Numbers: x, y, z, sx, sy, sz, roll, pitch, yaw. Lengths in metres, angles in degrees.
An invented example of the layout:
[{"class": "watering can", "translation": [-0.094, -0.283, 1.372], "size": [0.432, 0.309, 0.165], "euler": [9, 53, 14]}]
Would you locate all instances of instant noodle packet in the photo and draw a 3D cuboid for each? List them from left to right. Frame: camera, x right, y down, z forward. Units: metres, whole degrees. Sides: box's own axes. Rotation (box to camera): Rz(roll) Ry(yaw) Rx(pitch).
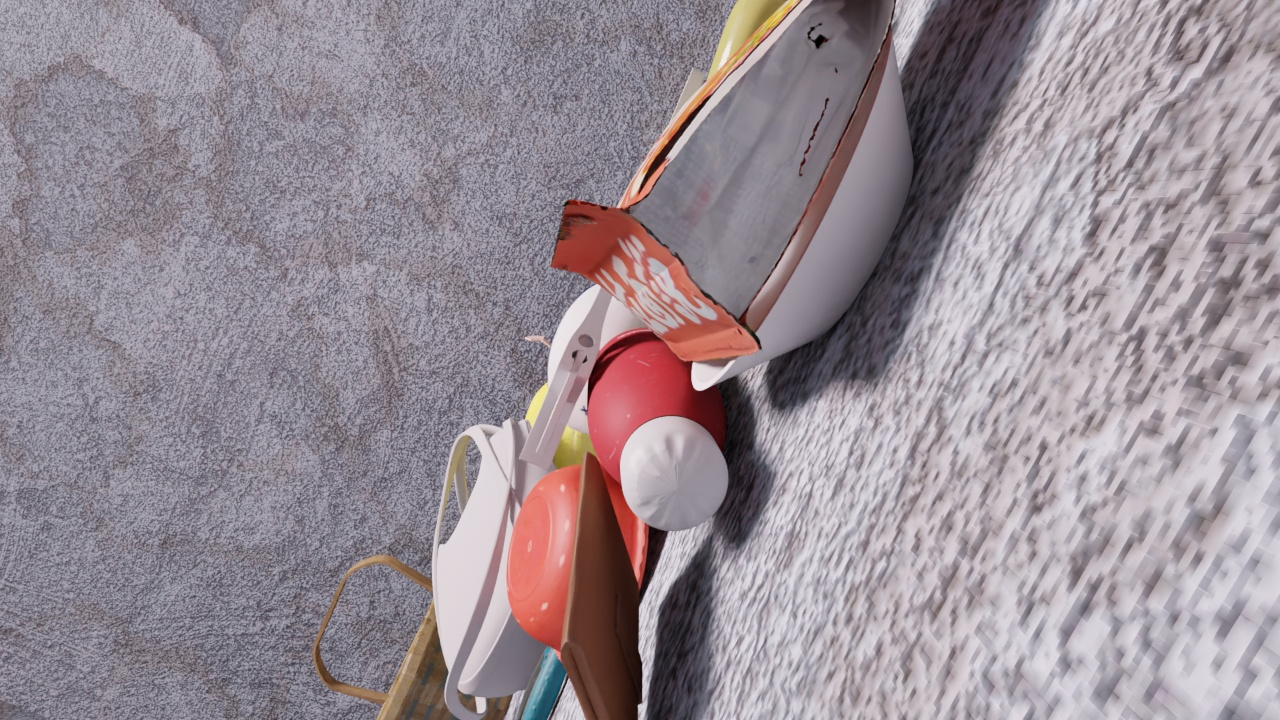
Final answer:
[{"class": "instant noodle packet", "translation": [0.062, -0.111, 0.383], "size": [0.221, 0.084, 0.164], "euler": [-54, 4, -5]}]

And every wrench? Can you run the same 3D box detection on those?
[{"class": "wrench", "translation": [-0.012, -0.062, 0.550], "size": [0.087, 0.018, 0.272], "euler": [122, 170, -66]}]

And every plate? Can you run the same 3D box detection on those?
[{"class": "plate", "translation": [0.078, -0.058, 0.405], "size": [0.174, 0.036, 0.174], "euler": [-157, 92, -84]}]

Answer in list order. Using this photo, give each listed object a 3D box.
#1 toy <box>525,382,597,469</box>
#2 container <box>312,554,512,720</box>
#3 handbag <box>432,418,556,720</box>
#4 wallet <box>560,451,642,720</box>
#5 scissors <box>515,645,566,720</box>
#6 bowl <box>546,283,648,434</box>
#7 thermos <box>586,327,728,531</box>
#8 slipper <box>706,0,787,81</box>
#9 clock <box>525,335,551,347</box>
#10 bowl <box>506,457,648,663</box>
[{"class": "toy", "translation": [-0.063, 0.096, 0.796], "size": [0.134, 0.092, 0.208], "euler": [-131, 56, -73]}, {"class": "container", "translation": [-0.220, 0.283, 0.904], "size": [0.249, 0.186, 0.158], "euler": [-85, 21, -74]}, {"class": "handbag", "translation": [-0.130, 0.146, 0.738], "size": [0.216, 0.095, 0.222], "euler": [-63, 37, 26]}, {"class": "wallet", "translation": [-0.015, 0.106, 0.383], "size": [0.120, 0.013, 0.087], "euler": [-89, -15, -62]}, {"class": "scissors", "translation": [-0.054, 0.194, 0.620], "size": [0.130, 0.019, 0.150], "euler": [-72, 8, -47]}, {"class": "bowl", "translation": [-0.004, 0.004, 0.638], "size": [0.113, 0.063, 0.113], "euler": [-23, -59, -44]}, {"class": "thermos", "translation": [0.008, 0.031, 0.475], "size": [0.239, 0.073, 0.073], "euler": [-108, 44, -81]}, {"class": "slipper", "translation": [0.077, -0.123, 0.538], "size": [0.091, 0.082, 0.191], "euler": [2, -73, -51]}, {"class": "clock", "translation": [-0.073, 0.055, 0.933], "size": [0.131, 0.086, 0.160], "euler": [-96, 7, -78]}, {"class": "bowl", "translation": [-0.046, 0.114, 0.546], "size": [0.131, 0.045, 0.130], "euler": [-43, 39, 48]}]
